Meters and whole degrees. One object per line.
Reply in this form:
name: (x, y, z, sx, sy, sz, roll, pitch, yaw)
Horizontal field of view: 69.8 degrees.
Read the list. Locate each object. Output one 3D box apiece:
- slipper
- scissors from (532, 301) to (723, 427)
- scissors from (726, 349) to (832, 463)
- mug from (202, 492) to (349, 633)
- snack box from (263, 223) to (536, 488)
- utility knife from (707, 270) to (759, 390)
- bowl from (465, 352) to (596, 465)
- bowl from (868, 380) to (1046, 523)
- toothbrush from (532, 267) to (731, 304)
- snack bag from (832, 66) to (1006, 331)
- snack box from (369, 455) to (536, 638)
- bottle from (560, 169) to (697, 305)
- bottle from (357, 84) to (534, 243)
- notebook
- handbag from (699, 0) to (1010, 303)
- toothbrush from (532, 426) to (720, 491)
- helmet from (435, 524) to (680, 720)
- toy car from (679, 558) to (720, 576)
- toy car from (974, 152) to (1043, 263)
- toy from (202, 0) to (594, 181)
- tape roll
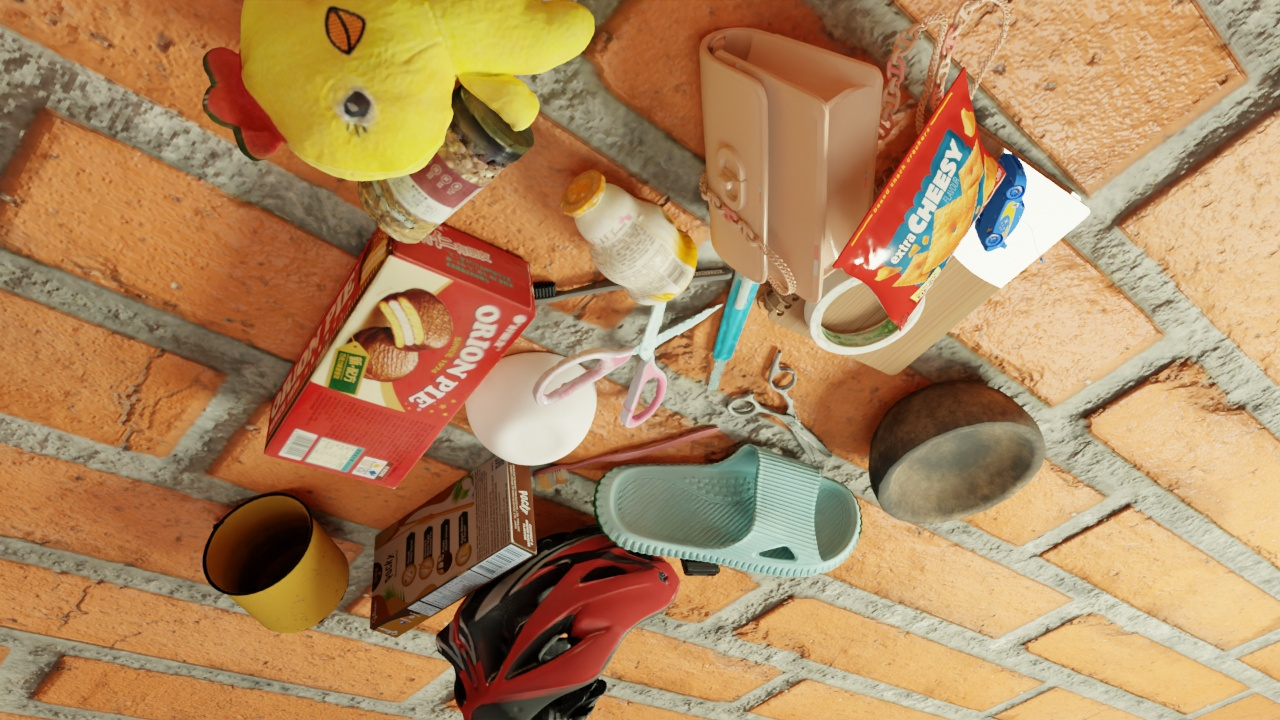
slipper: (0.093, 0.142, 0.875, 0.276, 0.115, 0.070, 7, 153, -13)
scissors: (-0.013, 0.002, 0.735, 0.174, 0.013, 0.171, -13, 142, -29)
scissors: (0.147, 0.048, 0.855, 0.159, 0.014, 0.121, 19, 130, -25)
mug: (-0.341, 0.187, 0.852, 0.124, 0.100, 0.094, 17, 147, 25)
snack box: (-0.188, 0.000, 0.700, 0.113, 0.060, 0.237, 21, 129, -30)
utility knife: (0.072, -0.022, 0.765, 0.022, 0.015, 0.149, 20, 137, 4)
bowl: (-0.091, 0.050, 0.781, 0.114, 0.050, 0.115, -6, 137, -6)
bowl: (0.295, 0.083, 0.882, 0.162, 0.070, 0.162, -6, 137, -6)
toothbrush: (-0.011, -0.059, 0.708, 0.167, 0.012, 0.013, -6, 129, -5)
snack bag: (0.179, -0.093, 0.578, 0.131, 0.039, 0.144, -57, 147, 5)
snack box: (-0.178, 0.172, 0.857, 0.186, 0.101, 0.031, -34, 133, 23)
bottle: (-0.009, -0.087, 0.642, 0.063, 0.063, 0.109, -32, 133, 21)
bottle: (-0.124, -0.125, 0.581, 0.105, 0.056, 0.056, -34, 133, 23)
notebook: (0.218, -0.081, 0.724, 0.169, 0.022, 0.211, 21, 129, -31)
handbag: (0.131, -0.143, 0.620, 0.186, 0.116, 0.199, -33, 139, -24)
toothbrush: (-0.013, 0.091, 0.869, 0.184, 0.015, 0.015, -16, 144, 4)
helmet: (-0.074, 0.258, 0.900, 0.218, 0.167, 0.271, -45, 165, 31)
toy car: (0.054, 0.172, 0.912, 0.040, 0.092, 0.037, 4, 142, -15)
toy car: (0.280, -0.106, 0.666, 0.062, 0.033, 0.092, -1, 138, -5)
toy: (-0.129, -0.172, 0.503, 0.207, 0.092, 0.134, -21, 94, 2)
tape roll: (0.177, -0.042, 0.728, 0.094, 0.018, 0.094, -7, 138, -6)
